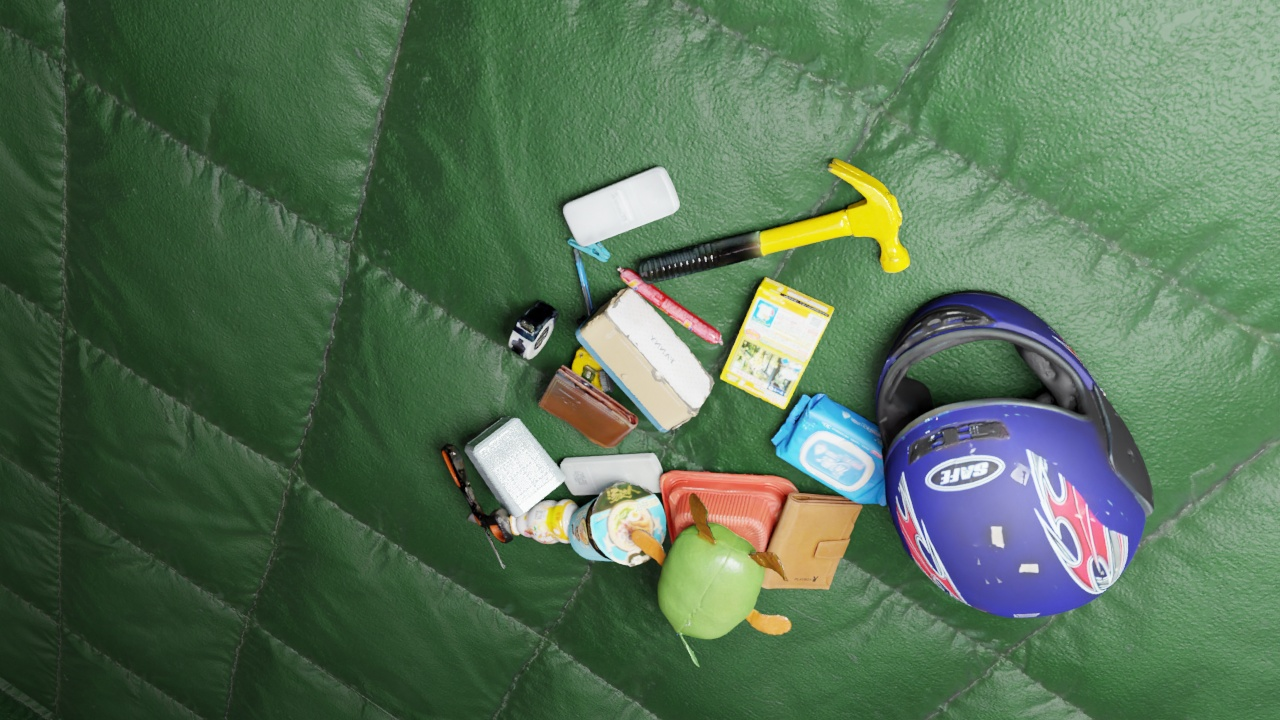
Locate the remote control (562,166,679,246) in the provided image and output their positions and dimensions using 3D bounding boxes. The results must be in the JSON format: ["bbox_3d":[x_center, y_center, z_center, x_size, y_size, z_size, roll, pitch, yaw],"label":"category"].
[{"bbox_3d":[-0.023,-0.175,1.048,0.136,0.020,0.056,-17,107,26],"label":"remote control"}]

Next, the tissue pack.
[{"bbox_3d":[0.241,0.109,1.089,0.157,0.052,0.095,30,127,5],"label":"tissue pack"}]

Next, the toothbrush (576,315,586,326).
[{"bbox_3d":[-0.007,0.007,1.167,0.189,0.017,0.014,40,127,-7],"label":"toothbrush"}]

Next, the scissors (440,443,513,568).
[{"bbox_3d":[-0.230,0.219,1.333,0.221,0.021,0.234,12,128,60],"label":"scissors"}]

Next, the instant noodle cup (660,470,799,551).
[{"bbox_3d":[0.117,0.227,1.204,0.189,0.078,0.165,0,123,19],"label":"instant noodle cup"}]

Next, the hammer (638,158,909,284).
[{"bbox_3d":[0.133,-0.129,1.003,0.301,0.032,0.129,-11,114,30],"label":"hammer"}]

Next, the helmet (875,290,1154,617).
[{"bbox_3d":[0.359,0.109,0.921,0.248,0.239,0.315,-23,108,32],"label":"helmet"}]

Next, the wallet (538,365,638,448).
[{"bbox_3d":[-0.068,0.064,1.191,0.124,0.032,0.101,33,151,-1],"label":"wallet"}]

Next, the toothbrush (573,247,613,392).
[{"bbox_3d":[-0.060,-0.048,1.137,0.016,0.014,0.189,-6,107,27],"label":"toothbrush"}]

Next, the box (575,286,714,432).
[{"bbox_3d":[0.004,-0.006,1.105,0.184,0.089,0.062,48,127,-6],"label":"box"}]

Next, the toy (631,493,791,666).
[{"bbox_3d":[0.087,0.272,1.139,0.227,0.089,0.247,33,134,11],"label":"toy"}]

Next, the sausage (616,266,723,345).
[{"bbox_3d":[0.035,-0.065,1.097,0.156,0.020,0.020,36,128,1],"label":"sausage"}]

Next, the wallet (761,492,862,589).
[{"bbox_3d":[0.211,0.229,1.150,0.107,0.031,0.132,8,114,-23],"label":"wallet"}]

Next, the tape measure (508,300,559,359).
[{"bbox_3d":[-0.138,-0.036,1.164,0.033,0.065,0.066,33,126,8],"label":"tape measure"}]

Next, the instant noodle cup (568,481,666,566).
[{"bbox_3d":[-0.041,0.230,1.252,0.111,0.111,0.121,47,148,-8],"label":"instant noodle cup"}]

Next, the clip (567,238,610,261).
[{"bbox_3d":[-0.060,-0.138,1.098,0.054,0.013,0.034,35,129,0],"label":"clip"}]

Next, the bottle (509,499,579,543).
[{"bbox_3d":[-0.138,0.235,1.335,0.109,0.063,0.063,-7,116,28],"label":"bottle"}]

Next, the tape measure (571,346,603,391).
[{"bbox_3d":[-0.061,0.014,1.184,0.060,0.028,0.057,27,128,8],"label":"tape measure"}]

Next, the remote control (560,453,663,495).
[{"bbox_3d":[-0.039,0.157,1.266,0.150,0.021,0.058,-5,119,27],"label":"remote control"}]

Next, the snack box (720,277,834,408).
[{"bbox_3d":[0.156,-0.019,1.062,0.087,0.033,0.141,25,125,8],"label":"snack box"}]

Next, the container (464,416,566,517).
[{"bbox_3d":[-0.177,0.142,1.265,0.111,0.089,0.090,55,162,-11],"label":"container"}]
